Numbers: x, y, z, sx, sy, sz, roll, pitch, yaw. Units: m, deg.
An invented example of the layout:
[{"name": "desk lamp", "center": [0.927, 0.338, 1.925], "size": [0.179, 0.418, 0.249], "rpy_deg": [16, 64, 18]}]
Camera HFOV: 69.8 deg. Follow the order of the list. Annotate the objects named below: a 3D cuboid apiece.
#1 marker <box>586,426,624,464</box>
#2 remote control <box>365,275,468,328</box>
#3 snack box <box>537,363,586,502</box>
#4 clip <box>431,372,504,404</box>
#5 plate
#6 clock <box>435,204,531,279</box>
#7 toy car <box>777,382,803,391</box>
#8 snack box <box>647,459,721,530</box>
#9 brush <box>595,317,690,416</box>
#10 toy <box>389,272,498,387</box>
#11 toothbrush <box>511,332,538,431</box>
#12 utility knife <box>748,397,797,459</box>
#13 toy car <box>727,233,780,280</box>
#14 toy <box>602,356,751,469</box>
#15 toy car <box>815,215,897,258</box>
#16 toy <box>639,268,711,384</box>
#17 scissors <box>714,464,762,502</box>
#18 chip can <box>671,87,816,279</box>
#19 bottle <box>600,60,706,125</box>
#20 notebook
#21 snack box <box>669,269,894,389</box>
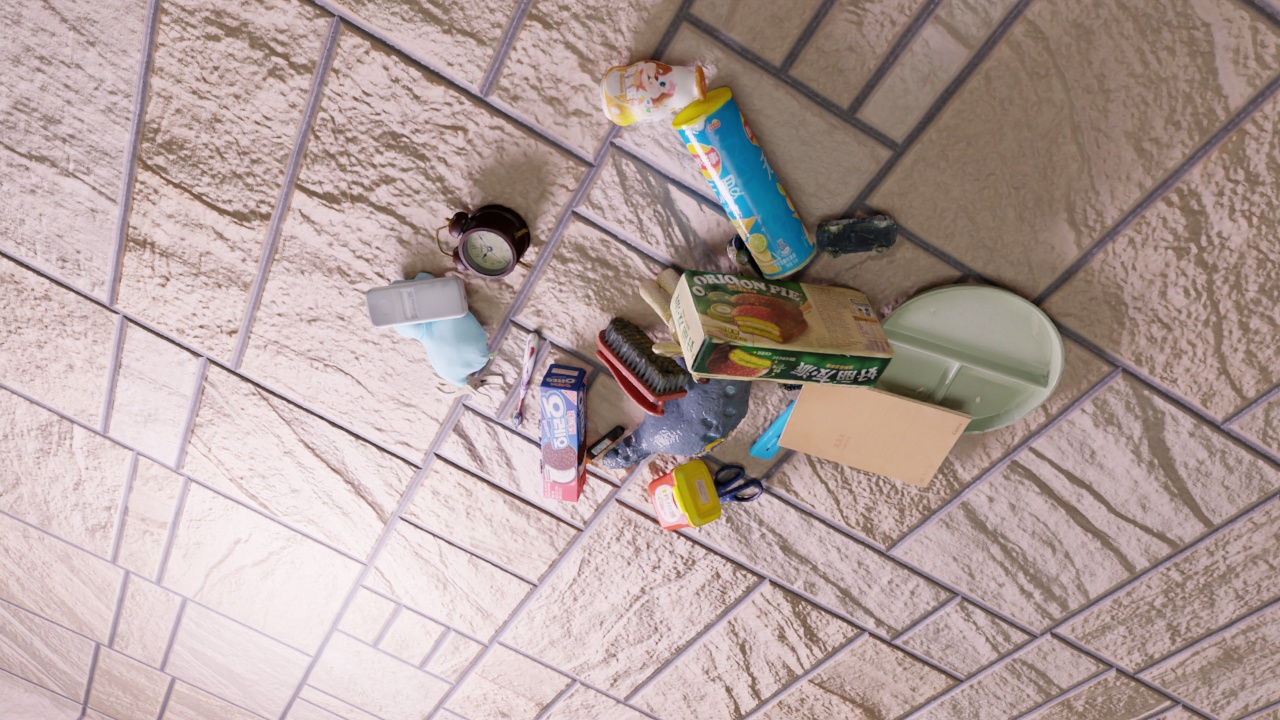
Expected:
[{"name": "marker", "center": [-0.066, 0.131, 1.363], "size": [0.018, 0.015, 0.124], "rpy_deg": [40, 124, -15]}, {"name": "remote control", "center": [-0.296, -0.077, 1.215], "size": [0.136, 0.020, 0.056], "rpy_deg": [-8, 102, 10]}, {"name": "snack box", "center": [-0.111, 0.107, 1.316], "size": [0.058, 0.057, 0.208], "rpy_deg": [8, 123, 9]}, {"name": "clip", "center": [-0.250, 0.033, 1.317], "size": [0.100, 0.070, 0.035], "rpy_deg": [9, 129, 17]}, {"name": "plate", "center": [0.394, -0.001, 1.126], "size": [0.230, 0.027, 0.231], "rpy_deg": [7, 129, 9]}, {"name": "clock", "center": [-0.196, -0.147, 1.146], "size": [0.122, 0.055, 0.082], "rpy_deg": [6, 130, 7]}, {"name": "toy car", "center": [0.186, -0.003, 1.175], "size": [0.049, 0.031, 0.105], "rpy_deg": [-20, 126, 23]}, {"name": "snack box", "center": [0.063, 0.199, 1.332], "size": [0.080, 0.081, 0.091], "rpy_deg": [-27, 80, 42]}, {"name": "brush", "center": [-0.007, 0.007, 1.183], "size": [0.146, 0.063, 0.069], "rpy_deg": [44, 124, 32]}, {"name": "toy", "center": [-0.271, -0.041, 1.256], "size": [0.156, 0.049, 0.162], "rpy_deg": [12, 118, 10]}, {"name": "toothbrush", "center": [-0.166, 0.033, 1.307], "size": [0.016, 0.017, 0.188], "rpy_deg": [17, 131, 0]}, {"name": "utility knife", "center": [0.202, 0.083, 1.249], "size": [0.034, 0.018, 0.161], "rpy_deg": [28, 128, -8]}, {"name": "toy car", "center": [0.134, -0.111, 1.097], "size": [0.035, 0.042, 0.090], "rpy_deg": [-27, 117, 33]}, {"name": "toy", "center": [0.068, 0.051, 1.213], "size": [0.138, 0.091, 0.357], "rpy_deg": [40, 124, 5]}, {"name": "toy car", "center": [0.246, -0.144, 1.046], "size": [0.091, 0.034, 0.043], "rpy_deg": [-4, 124, 18]}, {"name": "toy", "center": [0.055, -0.044, 1.120], "size": [0.105, 0.157, 0.066], "rpy_deg": [-31, 161, -7]}, {"name": "scissors", "center": [0.101, 0.201, 1.376], "size": [0.174, 0.012, 0.126], "rpy_deg": [-10, 126, 23]}, {"name": "chip can", "center": [0.118, -0.192, 1.013], "size": [0.071, 0.071, 0.210], "rpy_deg": [-21, 118, 28]}, {"name": "bottle", "center": [0.014, -0.287, 0.975], "size": [0.108, 0.063, 0.063], "rpy_deg": [-4, 127, 17]}, {"name": "notebook", "center": [0.302, 0.093, 1.205], "size": [0.211, 0.012, 0.150], "rpy_deg": [16, 135, 2]}, {"name": "snack box", "center": [0.161, -0.035, 1.051], "size": [0.239, 0.114, 0.063], "rpy_deg": [4, 135, -20]}]
